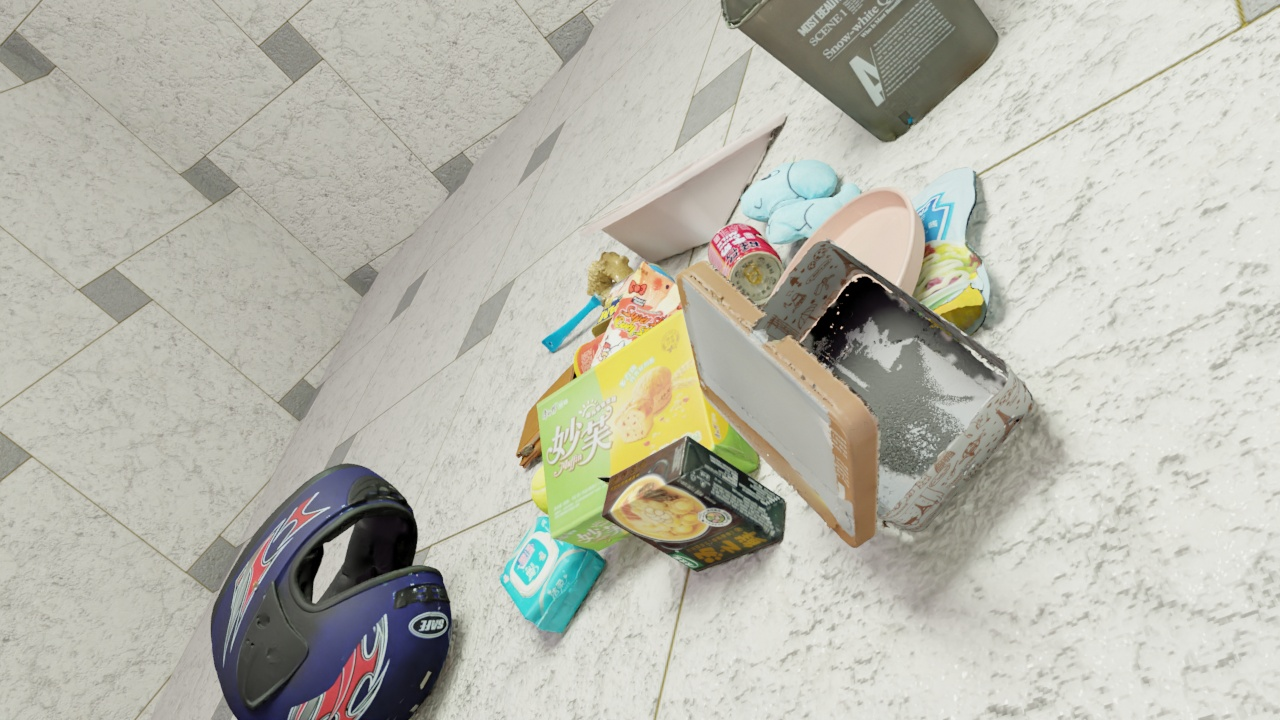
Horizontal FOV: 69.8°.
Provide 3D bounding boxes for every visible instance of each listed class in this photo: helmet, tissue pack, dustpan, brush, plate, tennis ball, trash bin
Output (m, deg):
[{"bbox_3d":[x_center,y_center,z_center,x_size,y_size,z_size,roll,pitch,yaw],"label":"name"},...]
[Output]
[{"bbox_3d":[-0.340,0.309,1.077,0.240,0.247,0.315,31,94,24],"label":"helmet"},{"bbox_3d":[-0.095,0.224,0.969,0.093,0.050,0.133,-57,24,-7],"label":"tissue pack"},{"bbox_3d":[0.041,-0.244,1.231,0.223,0.139,0.272,-17,44,56],"label":"dustpan"},{"bbox_3d":[-0.081,-0.074,1.335,0.255,0.083,0.045,-39,10,47],"label":"brush"},{"bbox_3d":[0.167,-0.046,0.804,0.230,0.028,0.229,-55,16,24],"label":"plate"},{"bbox_3d":[-0.093,0.146,1.049,0.066,0.065,0.065,-43,26,26],"label":"tennis ball"},{"bbox_3d":[0.225,-0.365,0.938,0.199,0.219,0.198,-41,26,28],"label":"trash bin"}]

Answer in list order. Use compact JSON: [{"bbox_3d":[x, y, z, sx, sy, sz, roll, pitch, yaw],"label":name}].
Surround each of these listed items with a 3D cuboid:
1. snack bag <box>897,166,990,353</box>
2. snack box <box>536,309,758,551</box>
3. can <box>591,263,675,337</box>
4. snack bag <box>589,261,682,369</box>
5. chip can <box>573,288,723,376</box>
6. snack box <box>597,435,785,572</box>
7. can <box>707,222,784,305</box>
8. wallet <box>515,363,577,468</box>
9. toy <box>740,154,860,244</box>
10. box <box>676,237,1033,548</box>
[{"bbox_3d":[0.238,-0.083,0.766,0.111,0.039,0.190,-45,23,40],"label":"snack bag"},{"bbox_3d":[-0.002,0.072,0.890,0.211,0.070,0.157,-32,51,29],"label":"snack box"},{"bbox_3d":[-0.008,-0.068,1.190,0.102,0.057,0.083,-27,33,47],"label":"can"},{"bbox_3d":[-0.006,0.006,1.008,0.128,0.073,0.208,39,109,42],"label":"snack bag"},{"bbox_3d":[0.010,-0.028,1.081,0.217,0.073,0.073,-31,32,44],"label":"chip can"},{"bbox_3d":[0.038,0.124,0.771,0.126,0.113,0.053,-34,31,41],"label":"snack box"},{"bbox_3d":[0.114,-0.104,0.991,0.067,0.066,0.093,-48,24,15],"label":"can"},{"bbox_3d":[-0.121,0.074,1.234,0.132,0.031,0.107,-46,23,40],"label":"wallet"},{"bbox_3d":[0.170,-0.178,1.003,0.162,0.050,0.155,-10,40,38],"label":"toy"},{"bbox_3d":[0.119,0.008,0.599,0.155,0.187,0.183,-51,53,8],"label":"box"}]
